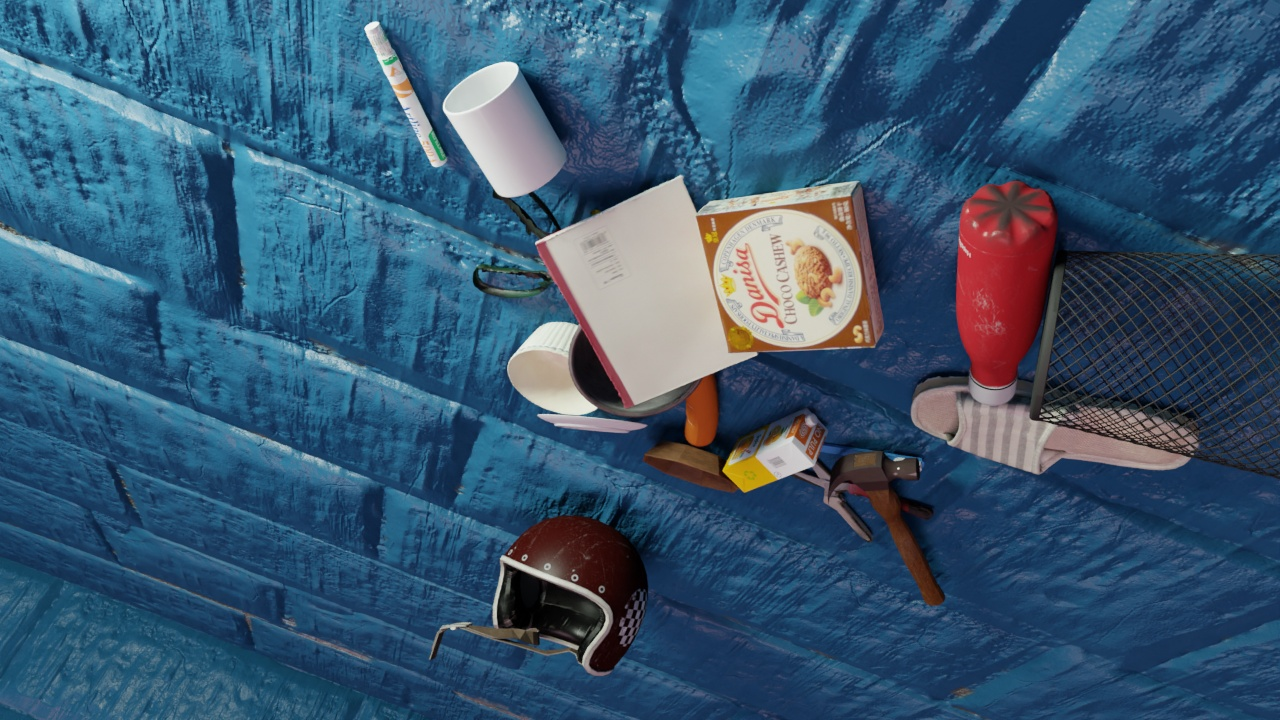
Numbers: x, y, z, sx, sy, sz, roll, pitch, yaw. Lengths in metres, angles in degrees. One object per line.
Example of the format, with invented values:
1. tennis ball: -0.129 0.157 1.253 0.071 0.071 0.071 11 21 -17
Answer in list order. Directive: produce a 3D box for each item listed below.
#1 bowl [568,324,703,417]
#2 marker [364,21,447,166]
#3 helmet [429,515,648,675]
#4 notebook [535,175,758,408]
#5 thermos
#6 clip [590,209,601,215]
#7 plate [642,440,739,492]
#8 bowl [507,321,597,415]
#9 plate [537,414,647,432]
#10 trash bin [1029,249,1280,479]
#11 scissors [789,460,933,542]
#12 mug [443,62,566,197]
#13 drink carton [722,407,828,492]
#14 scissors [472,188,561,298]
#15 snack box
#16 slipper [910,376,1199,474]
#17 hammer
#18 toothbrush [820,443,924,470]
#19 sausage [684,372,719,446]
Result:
1. bowl: -0.005 -0.018 0.968 0.145 0.067 0.145 -3 121 -5
2. marker: -0.215 -0.243 0.848 0.017 0.017 0.146 3 140 21
3. helmet: -0.115 0.353 1.349 0.234 0.253 0.233 12 170 35
4. notebook: 0.011 -0.059 0.899 0.153 0.012 0.209 -23 120 8
5. thermos: 0.317 -0.045 0.810 0.073 0.073 0.240 4 141 20
6. clip: -0.047 -0.121 0.917 0.048 0.046 0.054 -27 128 14
7. plate: 0.067 0.131 1.149 0.131 0.025 0.131 18 165 5
8. bowl: -0.089 0.004 1.059 0.115 0.062 0.115 13 142 10
9. plate: -0.059 0.079 1.122 0.134 0.011 0.134 5 173 0
10. trash bin: 0.434 -0.005 0.731 0.210 0.183 0.184 9 142 23
11. scissors: 0.269 0.177 1.155 0.199 0.015 0.179 8 141 16
12. mug: -0.130 -0.207 0.821 0.111 0.073 0.090 21 152 44
13. drink carton: 0.159 0.105 1.072 0.040 0.058 0.123 45 137 -13
14. scissors: -0.122 -0.110 0.955 0.205 0.015 0.202 -4 140 37
15. snack box: 0.136 -0.080 0.835 0.147 0.041 0.143 -2 117 28
16. slipper: 0.415 0.072 0.932 0.273 0.053 0.115 9 146 12
17. hammer: 0.324 0.217 1.140 0.115 0.033 0.323 -9 135 29
18. toothbrush: 0.248 0.111 1.082 0.167 0.014 0.016 7 141 17
19. sausage: 0.067 0.044 1.059 0.044 0.039 0.164 8 141 15
